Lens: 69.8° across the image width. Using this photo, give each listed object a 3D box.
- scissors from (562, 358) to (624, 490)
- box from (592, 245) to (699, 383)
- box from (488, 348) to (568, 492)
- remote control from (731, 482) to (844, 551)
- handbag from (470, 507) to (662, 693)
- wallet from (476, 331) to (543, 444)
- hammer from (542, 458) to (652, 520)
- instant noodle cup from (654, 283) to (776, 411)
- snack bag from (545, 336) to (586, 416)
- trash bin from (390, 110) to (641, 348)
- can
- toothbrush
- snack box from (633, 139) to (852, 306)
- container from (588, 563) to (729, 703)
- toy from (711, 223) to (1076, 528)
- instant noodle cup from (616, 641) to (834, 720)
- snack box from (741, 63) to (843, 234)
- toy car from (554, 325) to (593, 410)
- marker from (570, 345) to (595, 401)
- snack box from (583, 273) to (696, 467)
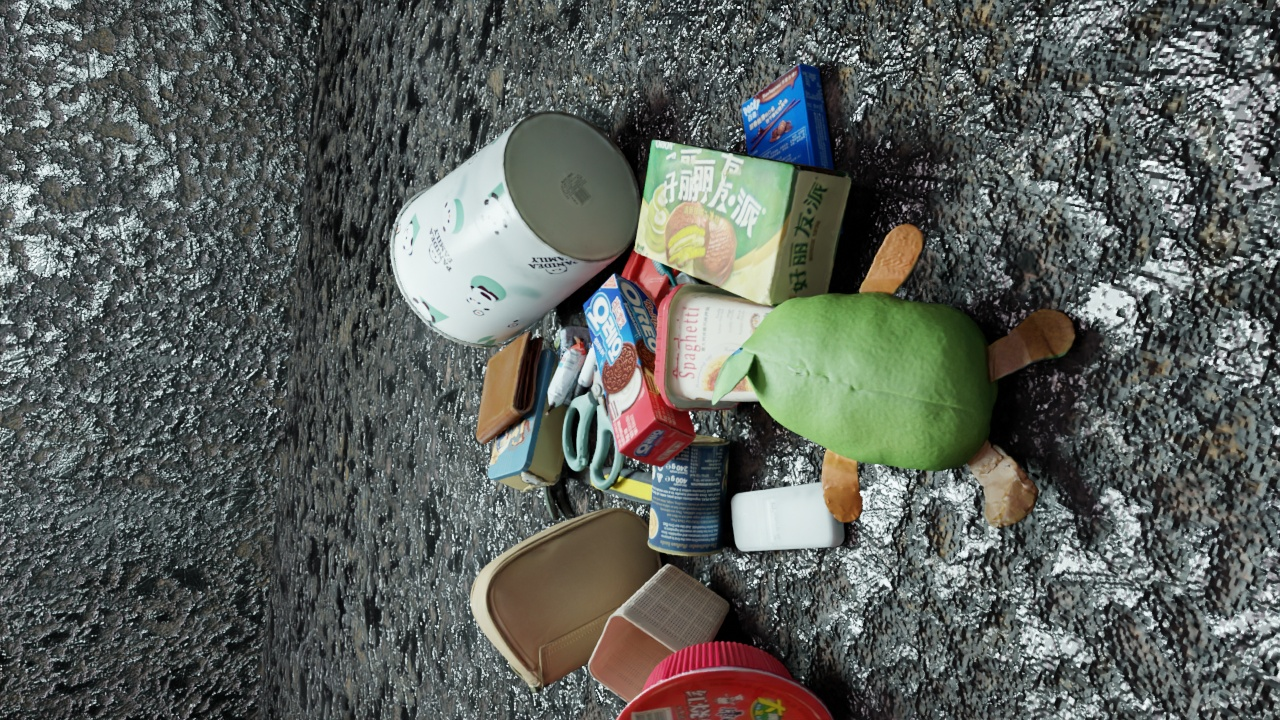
[{"bbox_3d":[-0.041,0.064,1.034,0.139,0.019,0.180,42,125,40],"label":"scissors"},{"bbox_3d":[0.010,-0.021,1.015,0.157,0.037,0.201,51,130,34],"label":"box"},{"bbox_3d":[-0.132,0.071,1.161,0.090,0.059,0.184,-23,51,43],"label":"box"},{"bbox_3d":[0.130,0.142,0.825,0.136,0.020,0.056,-22,71,56],"label":"remote control"},{"bbox_3d":[-0.073,0.249,0.982,0.147,0.204,0.100,66,153,7],"label":"handbag"},{"bbox_3d":[-0.168,0.034,1.160,0.101,0.032,0.124,-31,42,42],"label":"wallet"},{"bbox_3d":[-0.039,0.143,1.088,0.324,0.031,0.126,1,90,58],"label":"hammer"},{"bbox_3d":[0.090,-0.009,0.820,0.124,0.116,0.116,4,92,47],"label":"instant noodle cup"},{"bbox_3d":[-0.089,0.020,1.093,0.045,0.026,0.105,155,139,-82],"label":"snack bag"},{"bbox_3d":[-0.146,-0.160,1.106,0.253,0.229,0.229,-25,67,50],"label":"trash bin"},{"bbox_3d":[0.048,0.129,0.906,0.075,0.075,0.111,7,95,58],"label":"can"},{"bbox_3d":[0.053,-0.031,0.924,0.018,0.016,0.191,-42,68,52],"label":"toothbrush"},{"bbox_3d":[0.081,-0.128,0.823,0.240,0.063,0.114,33,118,57],"label":"snack box"},{"bbox_3d":[0.023,0.267,0.889,0.090,0.110,0.090,31,120,16],"label":"container"},{"bbox_3d":[0.177,0.015,0.667,0.247,0.089,0.227,17,99,35],"label":"toy"},{"bbox_3d":[0.069,0.312,0.796,0.065,0.194,0.194,-91,19,-60],"label":"instant noodle cup"},{"bbox_3d":[0.134,-0.175,0.825,0.085,0.026,0.157,-23,70,56],"label":"snack box"},{"bbox_3d":[-0.078,0.009,1.138,0.031,0.048,0.105,-15,77,59],"label":"toy car"},{"bbox_3d":[-0.055,0.000,1.055,0.022,0.018,0.131,60,139,40],"label":"marker"},{"bbox_3d":[-0.005,0.005,0.908,0.058,0.057,0.207,-44,40,28],"label":"snack box"}]
